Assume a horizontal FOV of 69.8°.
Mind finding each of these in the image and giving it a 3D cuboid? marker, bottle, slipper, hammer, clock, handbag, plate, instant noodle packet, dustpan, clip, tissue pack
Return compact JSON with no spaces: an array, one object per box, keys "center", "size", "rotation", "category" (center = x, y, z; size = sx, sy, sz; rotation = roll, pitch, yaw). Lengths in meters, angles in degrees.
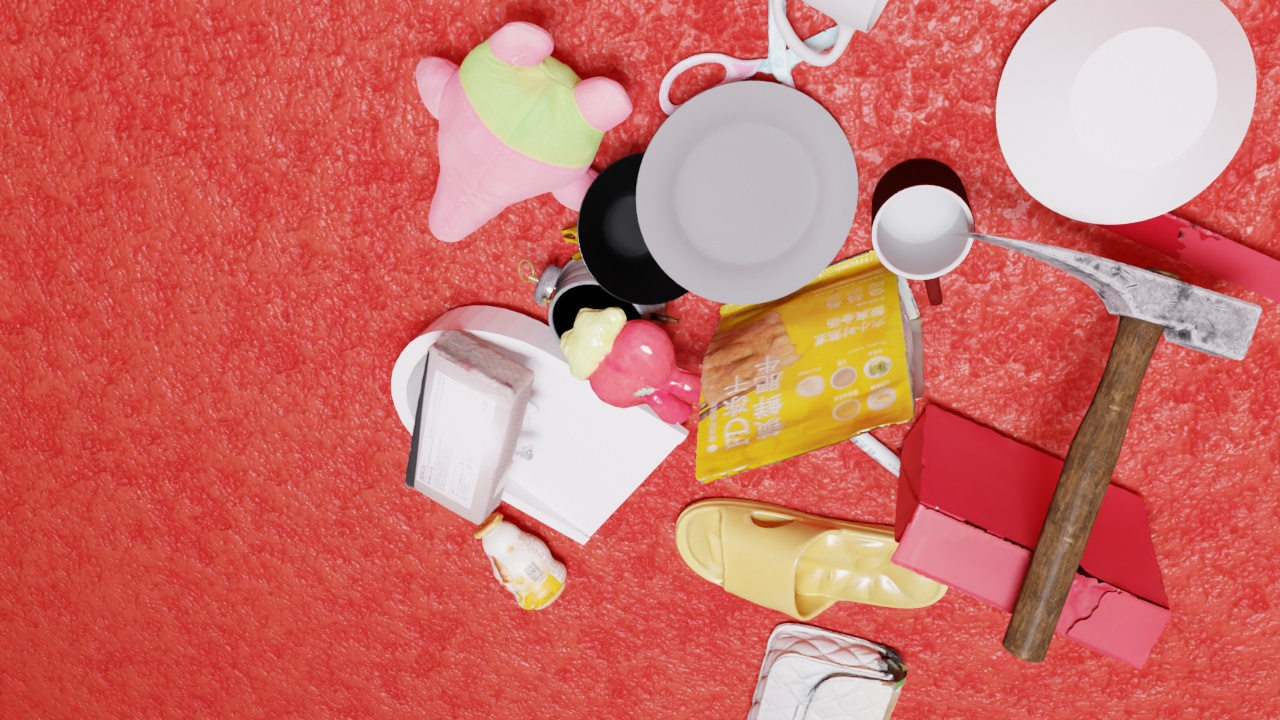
[{"center":[0.236,0.097,0.842],"size":[0.146,0.017,0.017],"rotation":[38,119,-6],"category":"marker"},{"center":[-0.128,0.210,0.968],"size":[0.063,0.063,0.108],"rotation":[-33,103,26],"category":"bottle"},{"center":[0.159,0.201,0.880],"size":[0.263,0.078,0.100],"rotation":[4,118,12],"category":"slipper"},{"center":[0.291,0.068,0.666],"size":[0.217,0.037,0.300],"rotation":[16,96,-4],"category":"hammer"},{"center":[-0.044,-0.050,0.821],"size":[0.148,0.056,0.104],"rotation":[28,128,-5],"category":"clock"},{"center":[0.187,0.376,0.961],"size":[0.139,0.072,0.195],"rotation":[12,118,8],"category":"handbag"},{"center":[0.085,-0.132,0.739],"size":[0.178,0.012,0.178],"rotation":[-1,110,-2],"category":"plate"},{"center":[0.345,-0.182,0.642],"size":[0.174,0.036,0.174],"rotation":[2,103,8],"category":"plate"},{"center":[0.132,0.012,0.712],"size":[0.163,0.221,0.084],"rotation":[-18,113,23],"category":"instant noodle packet"},{"center":[-0.115,0.062,0.887],"size":[0.258,0.053,0.192],"rotation":[38,124,-4],"category":"dustpan"},{"center":[-0.048,-0.111,0.802],"size":[0.046,0.054,0.048],"rotation":[49,144,13],"category":"clip"},{"center":[-0.152,0.064,0.851],"size":[0.104,0.071,0.182],"rotation":[26,125,10],"category":"tissue pack"}]

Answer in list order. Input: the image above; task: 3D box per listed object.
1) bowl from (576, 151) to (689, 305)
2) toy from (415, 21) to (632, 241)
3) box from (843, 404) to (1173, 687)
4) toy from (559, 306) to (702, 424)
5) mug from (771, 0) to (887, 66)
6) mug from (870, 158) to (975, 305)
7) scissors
[{"center":[0.001,-0.111,0.770],"size":[0.124,0.052,0.124],"rotation":[-4,102,-17],"category":"bowl"},{"center":[-0.111,-0.177,0.763],"size":[0.192,0.096,0.237],"rotation":[37,133,-14],"category":"toy"},{"center":[0.273,0.242,0.774],"size":[0.213,0.148,0.374],"rotation":[23,94,1],"category":"box"},{"center":[-0.005,0.005,0.787],"size":[0.135,0.045,0.092],"rotation":[30,125,-4],"category":"toy"},{"center":[0.131,-0.271,0.660],"size":[0.089,0.071,0.107],"rotation":[29,123,9],"category":"mug"},{"center":[0.221,-0.096,0.713],"size":[0.073,0.082,0.106],"rotation":[-11,112,19],"category":"mug"},{"center":[0.092,-0.220,0.726],"size":[0.176,0.013,0.171],"rotation":[1,116,14],"category":"scissors"}]
